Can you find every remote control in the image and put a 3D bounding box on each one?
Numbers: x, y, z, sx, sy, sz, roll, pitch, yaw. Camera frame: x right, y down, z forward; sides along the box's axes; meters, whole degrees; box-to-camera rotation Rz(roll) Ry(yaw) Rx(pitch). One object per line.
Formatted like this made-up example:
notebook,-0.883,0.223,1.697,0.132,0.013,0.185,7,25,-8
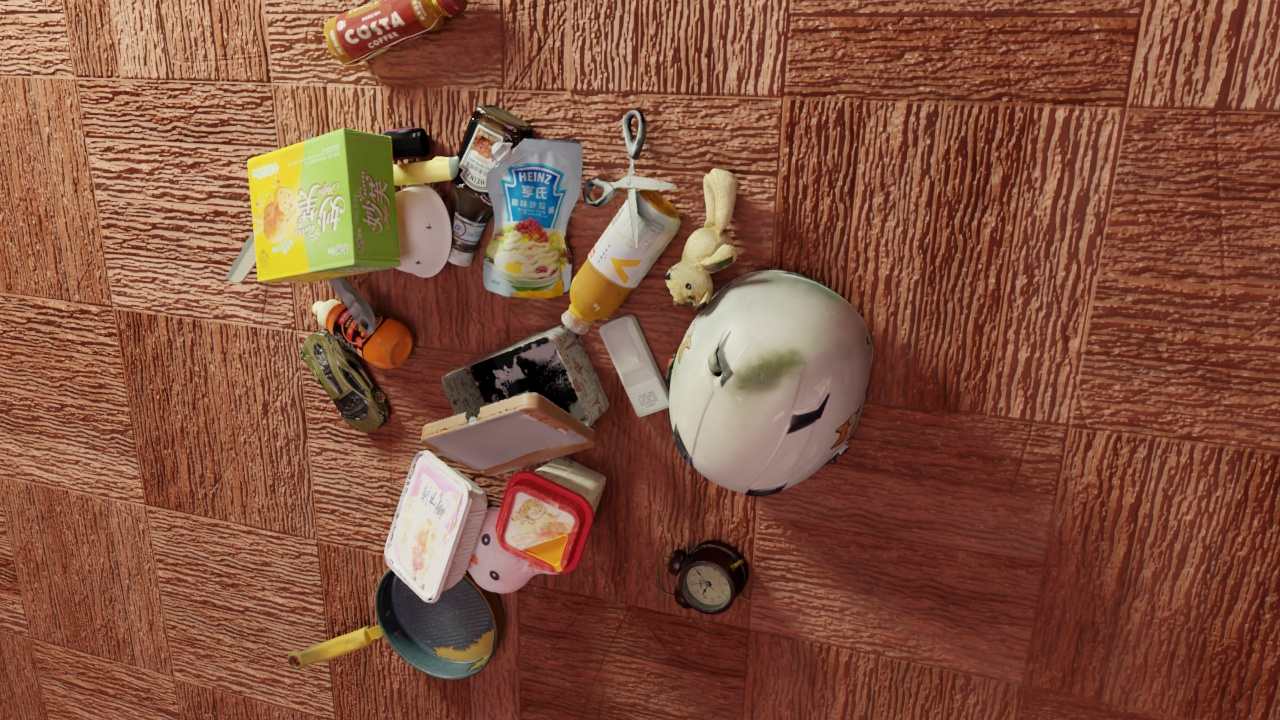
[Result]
remote control,-0.007,0.007,1.126,0.049,0.024,0.125,-21,99,24

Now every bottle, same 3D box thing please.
bottle,-0.028,-0.110,1.072,0.068,0.067,0.190,40,115,4
bottle,-0.377,-0.043,1.225,0.149,0.066,0.067,26,114,17
bottle,-0.286,-0.400,1.076,0.175,0.057,0.057,-12,102,22
bottle,-0.194,-0.207,1.114,0.080,0.043,0.195,31,115,13

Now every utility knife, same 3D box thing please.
utility knife,-0.307,-0.233,1.142,0.217,0.022,0.031,1,107,26

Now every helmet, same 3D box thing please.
helmet,0.131,0.043,1.016,0.230,0.156,0.275,29,114,9

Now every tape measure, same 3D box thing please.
tape measure,-0.287,-0.266,1.119,0.057,0.058,0.039,-9,102,-11

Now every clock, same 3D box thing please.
clock,0.079,0.277,1.165,0.122,0.055,0.082,-6,105,23

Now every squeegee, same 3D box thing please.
squeegee,-0.414,-0.121,1.210,0.246,0.039,0.247,46,111,17

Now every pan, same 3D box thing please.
pan,-0.366,0.397,1.349,0.358,0.078,0.198,-18,100,23

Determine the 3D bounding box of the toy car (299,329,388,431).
toy car,-0.408,0.030,1.268,0.070,0.042,0.158,-29,98,25

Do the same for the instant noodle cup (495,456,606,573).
instant noodle cup,-0.106,0.187,1.164,0.117,0.124,0.116,24,114,11

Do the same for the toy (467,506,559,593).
toy,-0.174,0.254,1.251,0.160,0.054,0.121,-13,94,16

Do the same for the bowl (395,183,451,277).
bowl,-0.296,-0.159,1.133,0.118,0.064,0.118,9,105,37

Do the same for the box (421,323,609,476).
box,-0.159,0.066,1.116,0.183,0.174,0.152,-20,98,23

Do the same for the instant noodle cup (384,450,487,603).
instant noodle cup,-0.270,0.222,1.239,0.138,0.060,0.173,27,100,41

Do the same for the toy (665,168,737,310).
toy,0.071,-0.133,1.013,0.066,0.105,0.157,15,91,-26

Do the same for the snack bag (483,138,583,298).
snack bag,-0.129,-0.168,1.088,0.110,0.038,0.191,5,115,-5

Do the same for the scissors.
scissors,-0.015,-0.196,1.019,0.160,0.014,0.179,-28,56,46

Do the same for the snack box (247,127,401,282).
snack box,-0.386,-0.181,1.112,0.210,0.069,0.157,-3,92,38
